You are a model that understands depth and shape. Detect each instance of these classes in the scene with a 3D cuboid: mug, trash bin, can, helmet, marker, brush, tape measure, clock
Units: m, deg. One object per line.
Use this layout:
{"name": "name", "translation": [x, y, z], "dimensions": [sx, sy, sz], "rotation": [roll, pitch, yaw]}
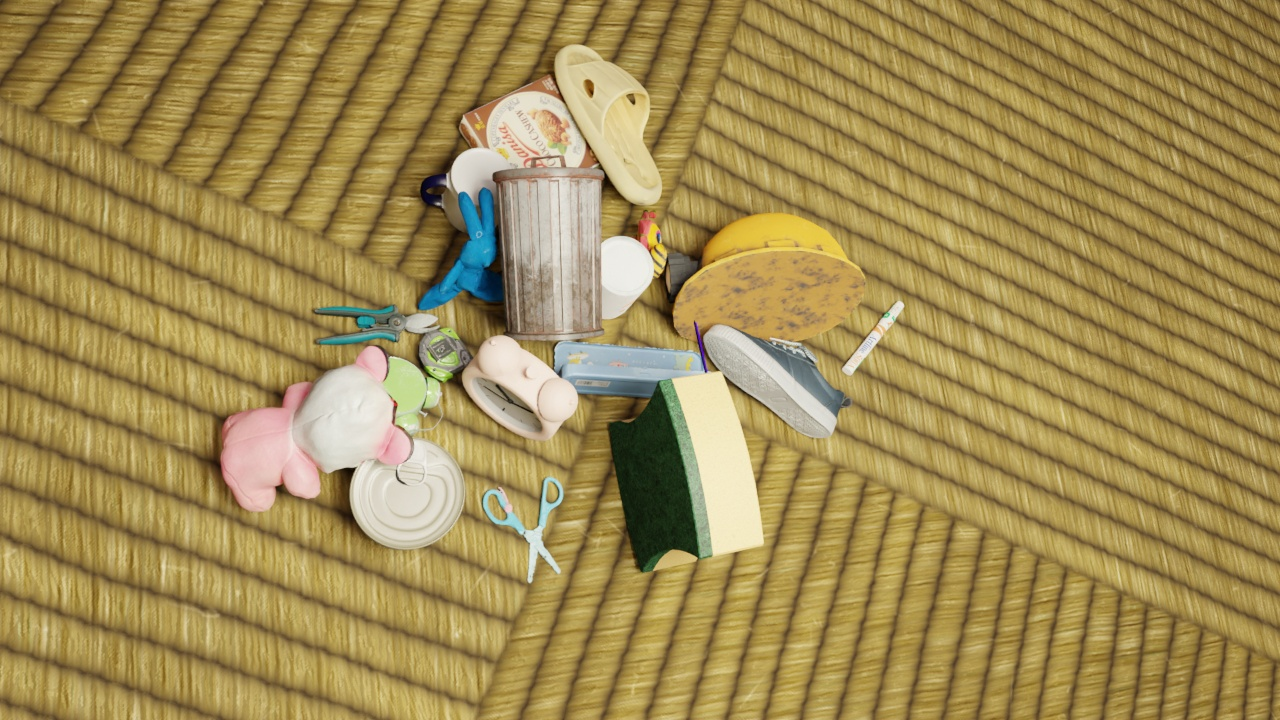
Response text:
{"name": "mug", "translation": [-0.223, -0.215, 1.168], "dimensions": [0.111, 0.097, 0.078], "rotation": [-1, 77, -18]}
{"name": "trash bin", "translation": [-0.106, -0.135, 1.089], "dimensions": [0.130, 0.131, 0.211], "rotation": [-4, 97, -18]}
{"name": "can", "translation": [-0.273, 0.158, 1.073], "dimensions": [0.127, 0.073, 0.127], "rotation": [4, 75, -16]}
{"name": "mug", "translation": [-0.036, -0.106, 1.195], "dimensions": [0.082, 0.105, 0.082], "rotation": [4, 76, -17]}
{"name": "helmet", "translation": [0.161, -0.125, 1.231], "dimensions": [0.255, 0.206, 0.131], "rotation": [-5, 57, -5]}
{"name": "marker", "translation": [0.342, -0.034, 1.342], "dimensions": [0.017, 0.017, 0.145], "rotation": [44, 69, -3]}
{"name": "brush", "translation": [0.045, 0.139, 1.082], "dimensions": [0.075, 0.251, 0.195], "rotation": [-8, 76, -19]}
{"name": "tape measure", "translation": [-0.246, -0.008, 1.143], "dimensions": [0.058, 0.036, 0.065], "rotation": [-38, 90, -21]}
{"name": "clock", "translation": [-0.294, 0.044, 1.099], "dimensions": [0.119, 0.043, 0.094], "rotation": [32, 50, -6]}
{"name": "clock", "translation": [-0.141, 0.029, 1.098], "dimensions": [0.131, 0.161, 0.086], "rotation": [38, 70, -5]}

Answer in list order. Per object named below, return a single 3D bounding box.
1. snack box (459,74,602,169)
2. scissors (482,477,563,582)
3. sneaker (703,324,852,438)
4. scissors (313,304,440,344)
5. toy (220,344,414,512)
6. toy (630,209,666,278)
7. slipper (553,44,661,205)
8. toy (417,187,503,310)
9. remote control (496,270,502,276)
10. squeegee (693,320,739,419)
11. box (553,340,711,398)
{"name": "snack box", "translation": [-0.145, -0.292, 1.241], "dimensions": [0.146, 0.041, 0.143], "rotation": [-33, 89, -22]}
{"name": "scissors", "translation": [-0.127, 0.202, 1.144], "dimensions": [0.119, 0.015, 0.138], "rotation": [-38, 96, -21]}
{"name": "sneaker", "translation": [0.190, 0.012, 1.241], "dimensions": [0.235, 0.089, 0.087], "rotation": [39, 66, -19]}
{"name": "scissors", "translation": [-0.332, -0.048, 1.136], "dimensions": [0.149, 0.019, 0.130], "rotation": [41, 69, -3]}
{"name": "toy", "translation": [-0.362, 0.078, 1.019], "dimensions": [0.213, 0.084, 0.141], "rotation": [-19, 68, 6]}
{"name": "toy", "translation": [0.010, -0.152, 1.230], "dimensions": [0.046, 0.084, 0.103], "rotation": [10, 38, -21]}
{"name": "slipper", "translation": [-0.032, -0.334, 1.243], "dimensions": [0.111, 0.079, 0.261], "rotation": [-13, 74, -47]}
{"name": "toy", "translation": [-0.203, -0.125, 1.125], "dimensions": [0.112, 0.177, 0.071], "rotation": [-12, 49, -36]}
{"name": "remote control", "translation": [-0.133, -0.128, 1.219], "dimensions": [0.146, 0.015, 0.033], "rotation": [-31, 87, -21]}
{"name": "squeegee", "translation": [0.102, 0.093, 1.158], "dimensions": [0.055, 0.184, 0.249], "rotation": [-16, 72, 14]}
{"name": "box", "translation": [-0.007, 0.006, 1.203], "dimensions": [0.210, 0.073, 0.078], "rotation": [5, 62, -15]}
